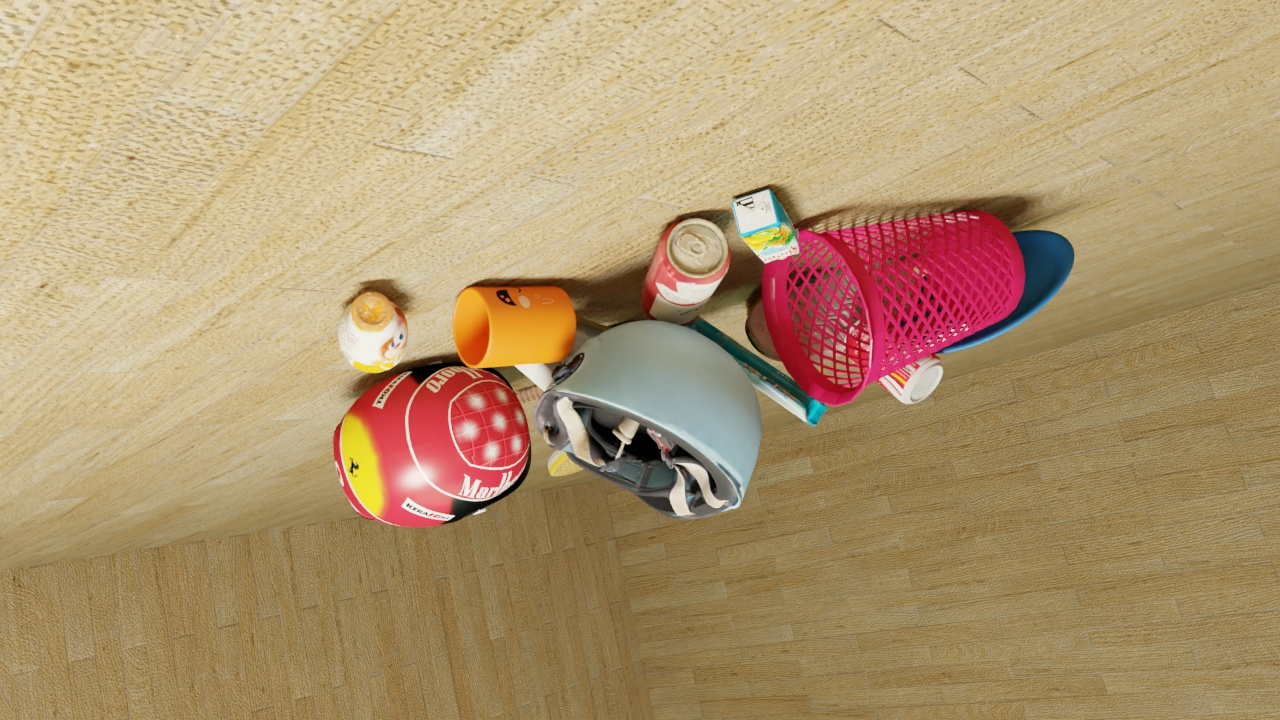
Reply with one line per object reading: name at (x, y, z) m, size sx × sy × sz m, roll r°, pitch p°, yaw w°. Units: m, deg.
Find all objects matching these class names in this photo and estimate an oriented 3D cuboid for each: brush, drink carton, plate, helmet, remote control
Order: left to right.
helmet at (-0.246, 0.103, 1.156) m, size 0.225 × 0.197 × 0.270 m, roll -20°, pitch 176°, yaw 34°
remote control at (-0.105, 0.004, 1.009) m, size 0.025 × 0.060 × 0.138 m, roll -31°, pitch 128°, yaw 20°
helmet at (0.018, 0.049, 0.915) m, size 0.225 × 0.166 × 0.266 m, roll 32°, pitch 164°, yaw -12°
drink carton at (0.117, -0.121, 0.844) m, size 0.044 × 0.038 × 0.128 m, roll -16°, pitch 169°, yaw 16°
brush at (0.165, -0.084, 1.153) m, size 0.048 × 0.017 × 0.126 m, roll -11°, pitch 169°, yaw -8°
plate at (0.406, -0.076, 1.094) m, size 0.225 × 0.024 × 0.224 m, roll -33°, pitch -159°, yaw 14°

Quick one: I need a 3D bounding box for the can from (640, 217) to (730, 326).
can at (0.041, -0.081, 0.885) m, size 0.067 × 0.067 × 0.170 m, roll -11°, pitch 169°, yaw -9°

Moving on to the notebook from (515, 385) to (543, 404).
notebook at (-0.076, 0.037, 1.480) m, size 0.211 × 0.022 × 0.169 m, roll -17°, pitch 169°, yaw 21°

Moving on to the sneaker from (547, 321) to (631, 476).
sneaker at (-0.056, 0.044, 1.197) m, size 0.239 × 0.122 × 0.086 m, roll -41°, pitch 153°, yaw 23°

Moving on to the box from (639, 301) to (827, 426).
box at (0.103, -0.003, 1.035) m, size 0.039 × 0.227 × 0.181 m, roll -55°, pitch 163°, yaw 2°

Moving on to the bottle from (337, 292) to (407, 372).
bottle at (-0.243, -0.029, 0.835) m, size 0.063 × 0.063 × 0.109 m, roll -10°, pitch 168°, yaw -18°

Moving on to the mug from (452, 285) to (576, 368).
mug at (-0.135, -0.038, 0.915) m, size 0.095 × 0.078 × 0.113 m, roll -5°, pitch -165°, yaw -38°

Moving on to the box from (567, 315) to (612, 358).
box at (-0.006, 0.007, 1.074) m, size 0.209 × 0.066 × 0.044 m, roll 18°, pitch -156°, yaw -14°

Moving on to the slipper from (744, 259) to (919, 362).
slipper at (0.236, -0.052, 1.128) m, size 0.239 × 0.094 × 0.065 m, roll -22°, pitch 161°, yaw -19°

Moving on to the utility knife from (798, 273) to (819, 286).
utility knife at (0.208, -0.093, 1.174) m, size 0.022 × 0.015 × 0.120 m, roll -9°, pitch 166°, yaw -13°

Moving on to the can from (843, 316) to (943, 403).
can at (0.288, -0.002, 1.052) m, size 0.064 × 0.105 × 0.064 m, roll -25°, pitch 139°, yaw -25°

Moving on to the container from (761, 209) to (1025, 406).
container at (0.273, -0.073, 0.967) m, size 0.225 × 0.183 × 0.184 m, roll -17°, pitch 172°, yaw -21°
